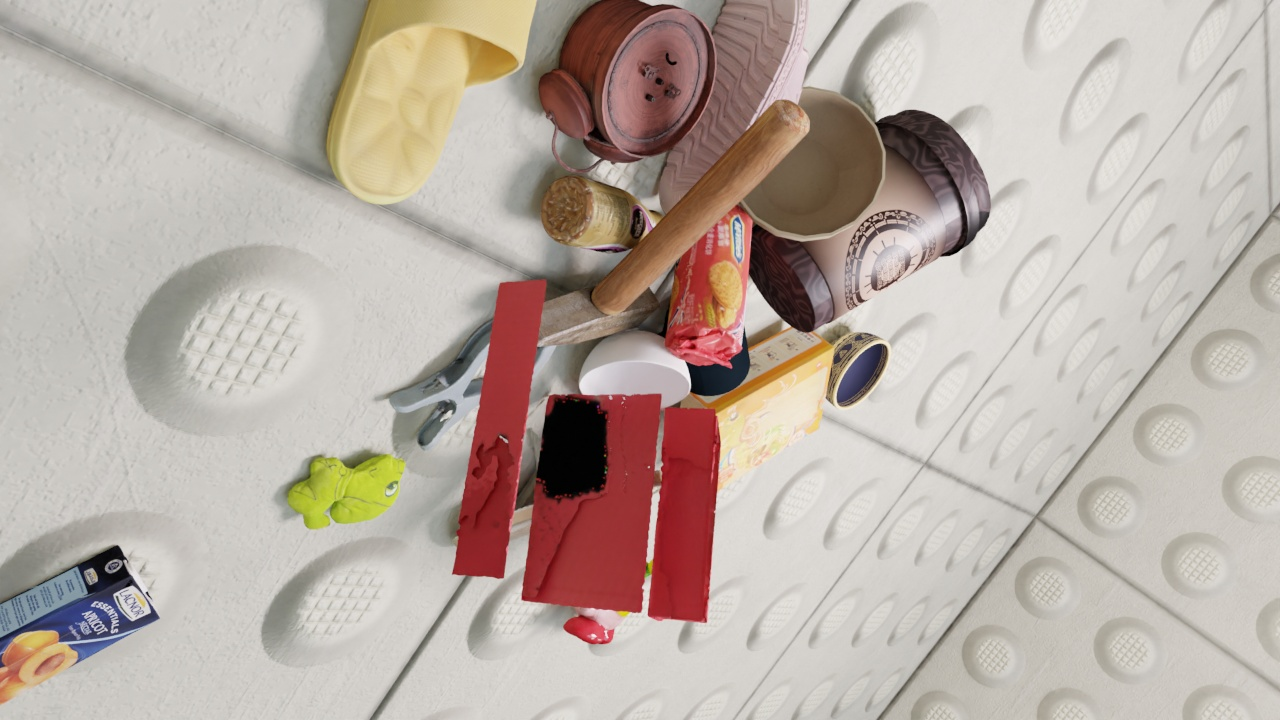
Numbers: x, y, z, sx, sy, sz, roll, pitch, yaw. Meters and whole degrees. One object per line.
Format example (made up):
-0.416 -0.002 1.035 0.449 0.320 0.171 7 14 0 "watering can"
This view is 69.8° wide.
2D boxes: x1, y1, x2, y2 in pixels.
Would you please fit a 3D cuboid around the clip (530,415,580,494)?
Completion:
-0.092 0.113 0.981 0.056 0.056 0.102 -5 133 -3 "clip"

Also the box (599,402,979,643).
0.147 0.160 0.920 0.198 0.352 0.216 60 33 -68 "box"

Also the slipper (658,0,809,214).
0.094 -0.228 0.830 0.064 0.094 0.240 0 124 -42 "slipper"

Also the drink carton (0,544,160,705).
-0.442 0.201 0.694 0.129 0.040 0.064 -29 140 -27 "drink carton"

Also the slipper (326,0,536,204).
-0.129 -0.220 0.616 0.099 0.078 0.264 11 115 -48 "slipper"

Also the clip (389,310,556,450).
-0.153 0.002 0.832 0.162 0.028 0.112 -39 141 -15 "clip"

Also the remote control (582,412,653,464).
-0.025 0.094 1.059 0.033 0.012 0.131 -47 144 0 "remote control"

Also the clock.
-0.014 -0.220 0.740 0.120 0.072 0.158 23 103 -53 "clock"

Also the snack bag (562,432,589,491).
-0.071 0.113 1.018 0.026 0.020 0.099 -10 134 -7 "snack bag"

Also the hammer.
0.028 -0.110 0.781 0.157 0.037 0.302 -17 161 -50 "hammer"

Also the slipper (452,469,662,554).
-0.080 0.177 1.014 0.262 0.052 0.115 -11 163 -37 "slipper"

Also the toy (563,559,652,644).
-0.028 0.306 1.187 0.131 0.097 0.124 -65 152 -11 "toy"

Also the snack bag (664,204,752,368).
0.069 -0.076 0.909 0.082 0.082 0.176 45 47 -54 "snack bag"

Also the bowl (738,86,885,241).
0.161 -0.189 0.910 0.152 0.152 0.050 -47 175 -4 "bowl"

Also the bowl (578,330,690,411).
-0.006 0.005 0.943 0.115 0.050 0.115 1 152 0 "bowl"

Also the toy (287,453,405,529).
-0.258 0.115 0.817 0.094 0.036 0.093 -49 136 -4 "toy"

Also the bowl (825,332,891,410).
0.283 0.005 1.263 0.112 0.061 0.113 -27 139 -28 "bowl"

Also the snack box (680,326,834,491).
0.137 0.056 1.138 0.194 0.080 0.145 -27 138 -27 "snack box"

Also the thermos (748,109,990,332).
0.238 -0.145 1.002 0.226 0.172 0.173 -35 142 -10 "thermos"

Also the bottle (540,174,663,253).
-0.019 -0.125 0.834 0.165 0.059 0.060 1 121 -57 "bottle"

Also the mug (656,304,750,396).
0.054 -0.018 0.996 0.121 0.085 0.094 -14 138 2 "mug"
